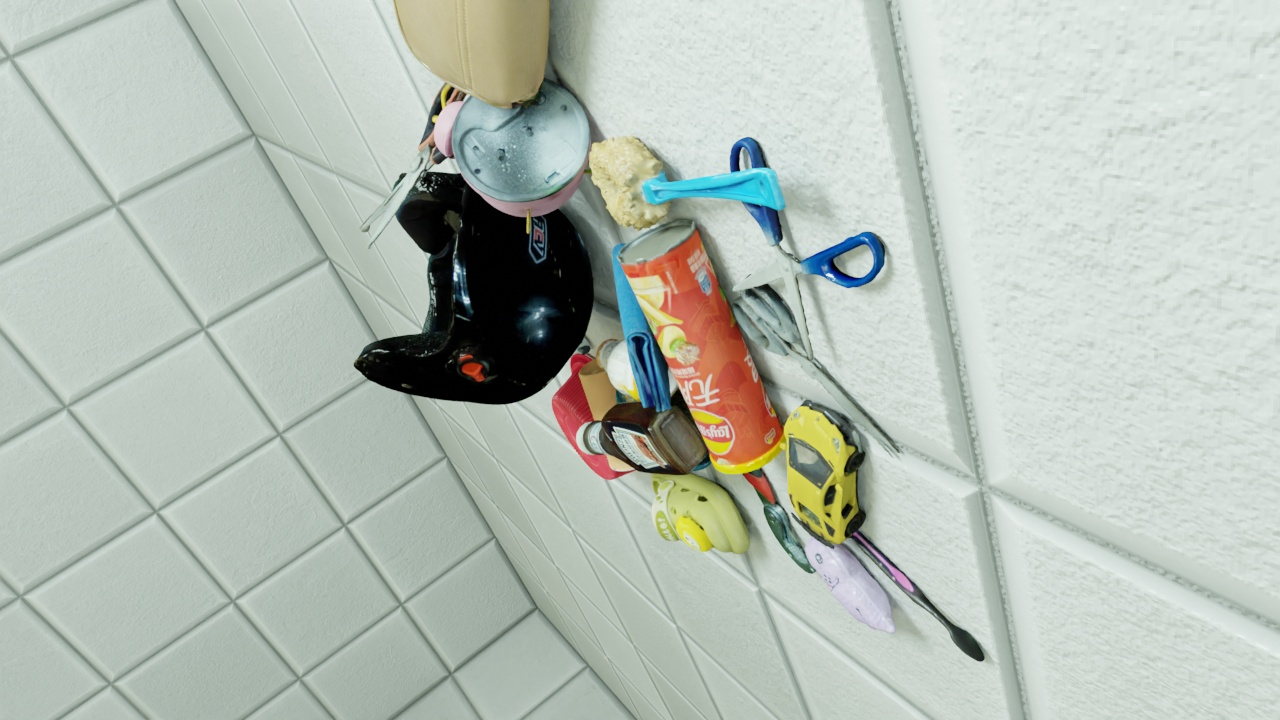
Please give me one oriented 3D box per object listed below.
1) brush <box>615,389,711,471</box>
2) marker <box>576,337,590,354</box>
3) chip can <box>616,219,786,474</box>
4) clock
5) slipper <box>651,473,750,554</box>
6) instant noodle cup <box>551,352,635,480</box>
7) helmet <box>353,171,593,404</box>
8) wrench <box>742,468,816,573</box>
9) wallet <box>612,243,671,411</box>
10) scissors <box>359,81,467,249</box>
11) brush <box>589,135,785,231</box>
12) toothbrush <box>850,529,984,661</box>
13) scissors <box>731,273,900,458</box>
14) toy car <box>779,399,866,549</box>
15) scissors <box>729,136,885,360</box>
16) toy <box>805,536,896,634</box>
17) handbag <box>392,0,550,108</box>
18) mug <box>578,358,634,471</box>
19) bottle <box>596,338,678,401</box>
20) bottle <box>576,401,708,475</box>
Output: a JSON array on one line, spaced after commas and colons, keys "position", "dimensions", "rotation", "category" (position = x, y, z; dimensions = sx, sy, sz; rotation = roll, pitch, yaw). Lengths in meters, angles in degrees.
[{"position": [0.026, 0.068, 0.990], "dimensions": [0.144, 0.055, 0.074], "rotation": [43, 156, 30], "category": "brush"}, {"position": [-0.106, -0.060, 1.153], "dimensions": [0.130, 0.018, 0.023], "rotation": [52, 169, 12], "category": "marker"}, {"position": [0.055, -0.009, 0.775], "dimensions": [0.073, 0.073, 0.217], "rotation": [19, 139, 60], "category": "chip can"}, {"position": [-0.113, -0.196, 0.801], "dimensions": [0.158, 0.117, 0.060], "rotation": [50, 172, 9], "category": "clock"}, {"position": [0.055, 0.185, 1.083], "dimensions": [0.092, 0.081, 0.191], "rotation": [61, 163, -24], "category": "slipper"}, {"position": [-0.054, 0.086, 1.200], "dimensions": [0.194, 0.065, 0.194], "rotation": [46, 158, 24], "category": "instant noodle cup"}, {"position": [-0.158, -0.074, 0.943], "dimensions": [0.276, 0.230, 0.233], "rotation": [137, 141, -57], "category": "helmet"}, {"position": [0.105, 0.100, 0.915], "dimensions": [0.273, 0.016, 0.056], "rotation": [59, 161, -12], "category": "wrench"}, {"position": [0.001, -0.030, 0.846], "dimensions": [0.132, 0.040, 0.106], "rotation": [-99, -5, -47], "category": "wallet"}, {"position": [-0.205, -0.208, 0.896], "dimensions": [0.196, 0.215, 0.015], "rotation": [-11, 151, 39], "category": "scissors"}, {"position": [0.029, -0.128, 0.668], "dimensions": [0.255, 0.045, 0.083], "rotation": [21, 135, 60], "category": "brush"}, {"position": [0.220, 0.185, 0.791], "dimensions": [0.189, 0.014, 0.018], "rotation": [45, 172, 29], "category": "toothbrush"}, {"position": [0.132, 0.009, 0.713], "dimensions": [0.174, 0.014, 0.137], "rotation": [59, 159, -16], "category": "scissors"}, {"position": [0.150, 0.095, 0.766], "dimensions": [0.071, 0.041, 0.156], "rotation": [38, 153, 37], "category": "toy car"}, {"position": [0.101, -0.075, 0.629], "dimensions": [0.162, 0.012, 0.173], "rotation": [60, 156, -6], "category": "scissors"}, {"position": [0.193, 0.206, 0.850], "dimensions": [0.108, 0.039, 0.084], "rotation": [49, 171, 14], "category": "toy"}, {"position": [-0.126, -0.295, 0.700], "dimensions": [0.148, 0.099, 0.205], "rotation": [43, 159, 11], "category": "handbag"}, {"position": [-0.022, 0.057, 1.068], "dimensions": [0.078, 0.078, 0.123], "rotation": [17, 134, 61], "category": "mug"}, {"position": [-0.006, 0.006, 0.951], "dimensions": [0.108, 0.063, 0.063], "rotation": [25, 145, 55], "category": "bottle"}, {"position": [-0.009, 0.080, 0.944], "dimensions": [0.080, 0.044, 0.195], "rotation": [53, 154, -15], "category": "bottle"}]
